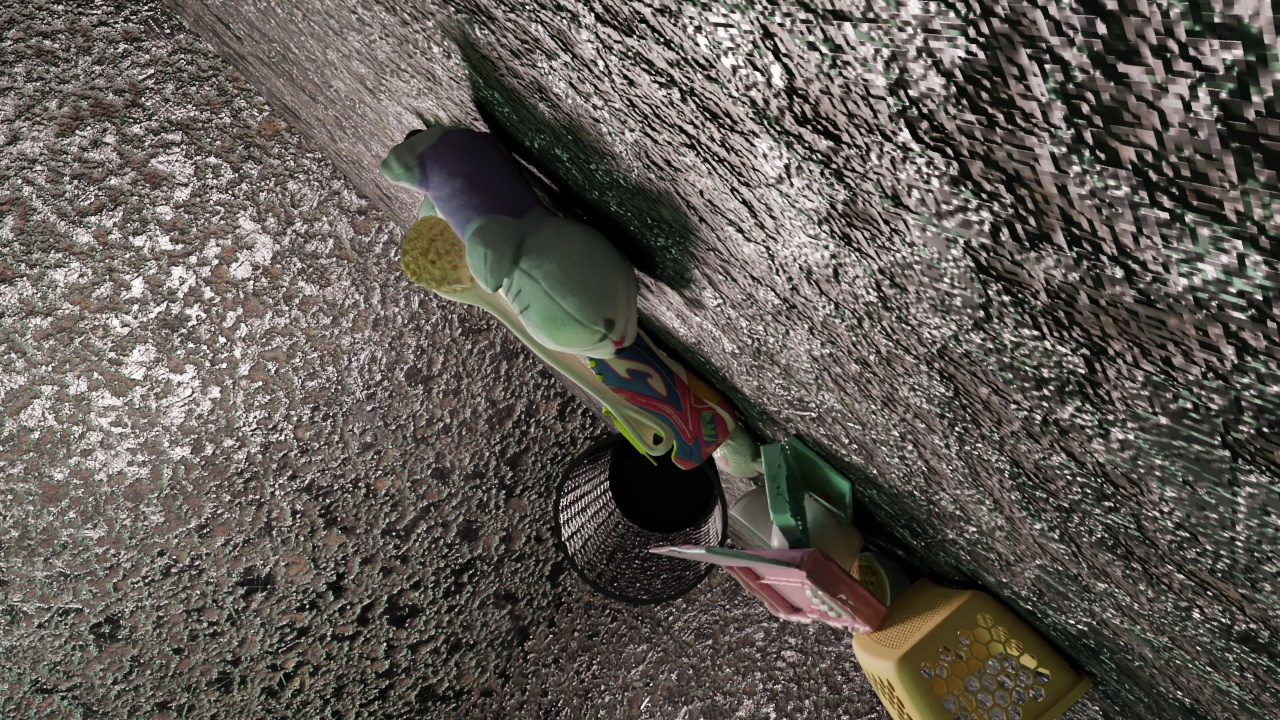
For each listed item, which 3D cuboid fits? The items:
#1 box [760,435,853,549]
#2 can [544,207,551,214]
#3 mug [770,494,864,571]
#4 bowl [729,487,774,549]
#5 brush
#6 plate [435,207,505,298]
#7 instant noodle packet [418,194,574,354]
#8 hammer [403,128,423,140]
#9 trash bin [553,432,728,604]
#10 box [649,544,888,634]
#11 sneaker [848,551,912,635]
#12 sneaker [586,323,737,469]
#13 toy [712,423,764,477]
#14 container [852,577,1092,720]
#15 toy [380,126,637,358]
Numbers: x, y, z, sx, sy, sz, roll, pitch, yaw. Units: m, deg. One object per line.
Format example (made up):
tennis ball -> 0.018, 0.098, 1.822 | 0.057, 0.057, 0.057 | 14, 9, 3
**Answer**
box -> 0.162, 0.120, 0.838 | 0.189, 0.079, 0.077 | 56, -154, -64
can -> -0.079, -0.089, 0.779 | 0.100, 0.054, 0.059 | 39, 172, 21
mug -> 0.177, 0.190, 0.975 | 0.090, 0.076, 0.124 | 44, 173, -12
bowl -> 0.177, 0.201, 1.100 | 0.132, 0.064, 0.132 | 42, 174, 5
brush -> -0.079, -0.016, 0.735 | 0.272, 0.062, 0.077 | 41, -157, -4
plate -> -0.142, -0.078, 0.863 | 0.229, 0.030, 0.229 | 51, 175, 6
instant noodle packet -> -0.169, -0.094, 1.120 | 0.269, 0.057, 0.147 | 48, 163, 12
hammer -> -0.112, -0.108, 0.957 | 0.120, 0.033, 0.330 | 34, 170, 45
trash bin -> 0.017, 0.185, 1.247 | 0.217, 0.217, 0.243 | 42, -171, 3
box -> 0.115, 0.202, 0.889 | 0.180, 0.055, 0.233 | 27, 164, -7
sneaker -> 0.257, 0.248, 0.962 | 0.079, 0.087, 0.235 | 15, 173, 2
sneaker -> -0.020, 0.010, 0.899 | 0.242, 0.091, 0.116 | 41, 176, 14
toy -> 0.101, 0.093, 0.939 | 0.112, 0.050, 0.087 | 44, 176, 36
container -> 0.274, 0.277, 0.753 | 0.167, 0.129, 0.183 | 51, 175, 7
toy -> -0.081, -0.086, 0.669 | 0.209, 0.085, 0.137 | 44, -173, 1
